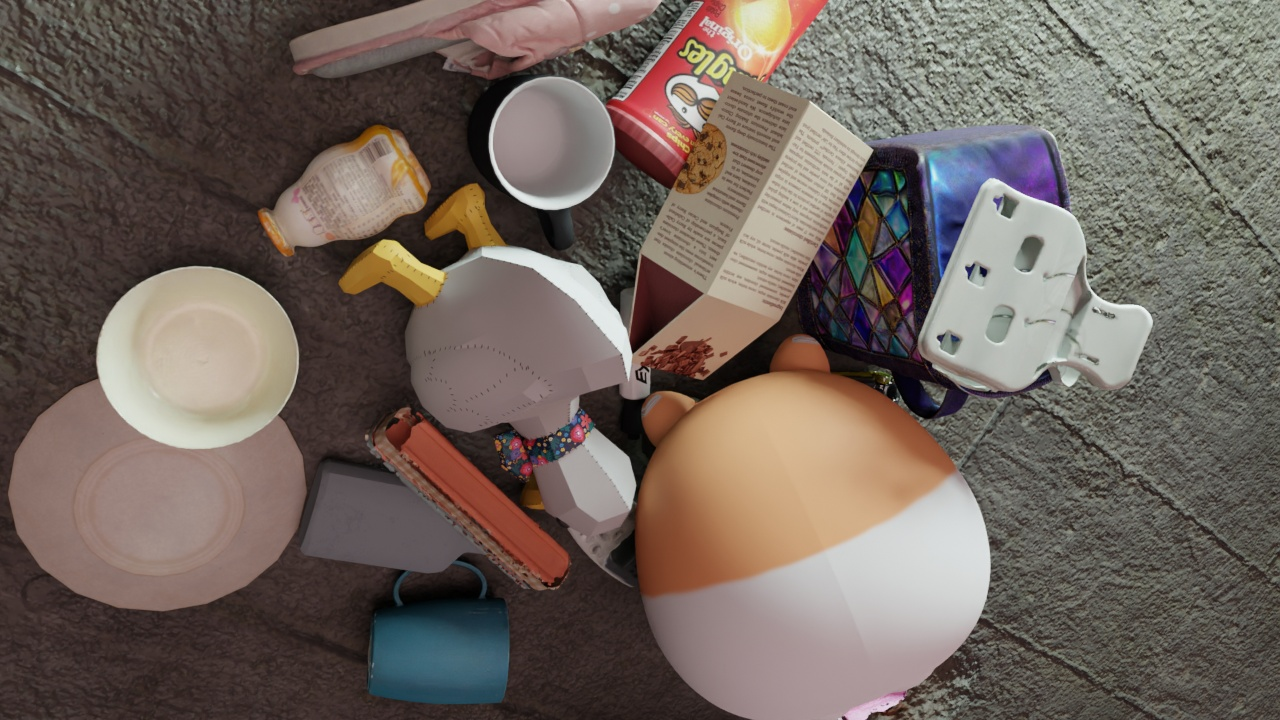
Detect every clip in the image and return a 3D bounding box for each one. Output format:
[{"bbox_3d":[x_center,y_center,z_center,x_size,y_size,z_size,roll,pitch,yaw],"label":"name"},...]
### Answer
[{"bbox_3d":[0.253,-0.033,0.601,0.147,0.081,0.125,24,89,-20],"label":"clip"}]

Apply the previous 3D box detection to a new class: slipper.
[{"bbox_3d":[-0.086,-0.215,0.596,0.274,0.114,0.054,-16,108,-9],"label":"slipper"}]

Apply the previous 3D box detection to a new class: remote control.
[{"bbox_3d":[-0.024,0.143,0.780,0.060,0.028,0.114,-41,117,-4],"label":"remote control"}]

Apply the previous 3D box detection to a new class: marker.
[{"bbox_3d":[-0.004,0.004,0.744,0.025,0.025,0.126,-5,109,-20],"label":"marker"}]

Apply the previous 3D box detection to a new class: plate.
[{"bbox_3d":[-0.336,0.098,0.645,0.188,0.027,0.189,-6,109,-19],"label":"plate"}]

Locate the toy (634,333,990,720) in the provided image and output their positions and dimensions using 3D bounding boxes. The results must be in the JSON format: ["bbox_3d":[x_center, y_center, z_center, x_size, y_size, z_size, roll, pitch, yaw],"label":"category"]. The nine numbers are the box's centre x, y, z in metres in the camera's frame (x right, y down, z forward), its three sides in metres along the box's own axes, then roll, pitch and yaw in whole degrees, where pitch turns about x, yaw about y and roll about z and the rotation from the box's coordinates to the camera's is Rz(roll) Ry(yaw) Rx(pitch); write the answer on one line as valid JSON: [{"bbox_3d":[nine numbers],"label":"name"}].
[{"bbox_3d":[0.120,0.132,0.715,0.263,0.266,0.280,-23,84,-1],"label":"toy"}]

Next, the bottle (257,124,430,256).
[{"bbox_3d":[-0.198,-0.110,0.613,0.108,0.063,0.063,-30,115,-8],"label":"bottle"}]

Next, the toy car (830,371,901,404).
[{"bbox_3d":[0.186,0.033,0.824,0.106,0.030,0.049,2,105,-19],"label":"toy car"}]

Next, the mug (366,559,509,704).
[{"bbox_3d":[-0.162,0.215,0.730,0.104,0.085,0.112,4,77,-16],"label":"mug"}]

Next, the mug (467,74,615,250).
[{"bbox_3d":[-0.068,-0.135,0.635,0.085,0.094,0.122,-19,113,-14],"label":"mug"}]

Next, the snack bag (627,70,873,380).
[{"bbox_3d":[0.066,-0.082,0.650,0.094,0.070,0.206,13,109,-50],"label":"snack bag"}]

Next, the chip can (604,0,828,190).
[{"bbox_3d":[0.064,-0.230,0.661,0.087,0.087,0.213,38,90,-27],"label":"chip can"}]

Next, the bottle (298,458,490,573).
[{"bbox_3d":[-0.172,0.126,0.707,0.161,0.046,0.072,15,101,-25],"label":"bottle"}]

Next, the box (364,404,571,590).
[{"bbox_3d":[-0.122,0.105,0.681,0.058,0.053,0.187,-45,110,-3],"label":"box"}]

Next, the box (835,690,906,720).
[{"bbox_3d":[0.175,0.270,0.895,0.159,0.035,0.230,-21,114,-14],"label":"box"}]

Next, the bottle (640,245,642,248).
[{"bbox_3d":[0.055,-0.094,0.725,0.109,0.044,0.044,-27,114,-10],"label":"bottle"}]

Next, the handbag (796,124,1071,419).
[{"bbox_3d":[0.221,-0.063,0.716,0.125,0.205,0.222,-13,104,-17],"label":"handbag"}]

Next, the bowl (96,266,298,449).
[{"bbox_3d":[-0.287,-0.002,0.602,0.115,0.063,0.115,0,91,-24],"label":"bowl"}]

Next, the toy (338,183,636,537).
[{"bbox_3d":[-0.076,0.011,0.636,0.140,0.247,0.267,-42,100,-29],"label":"toy"}]
